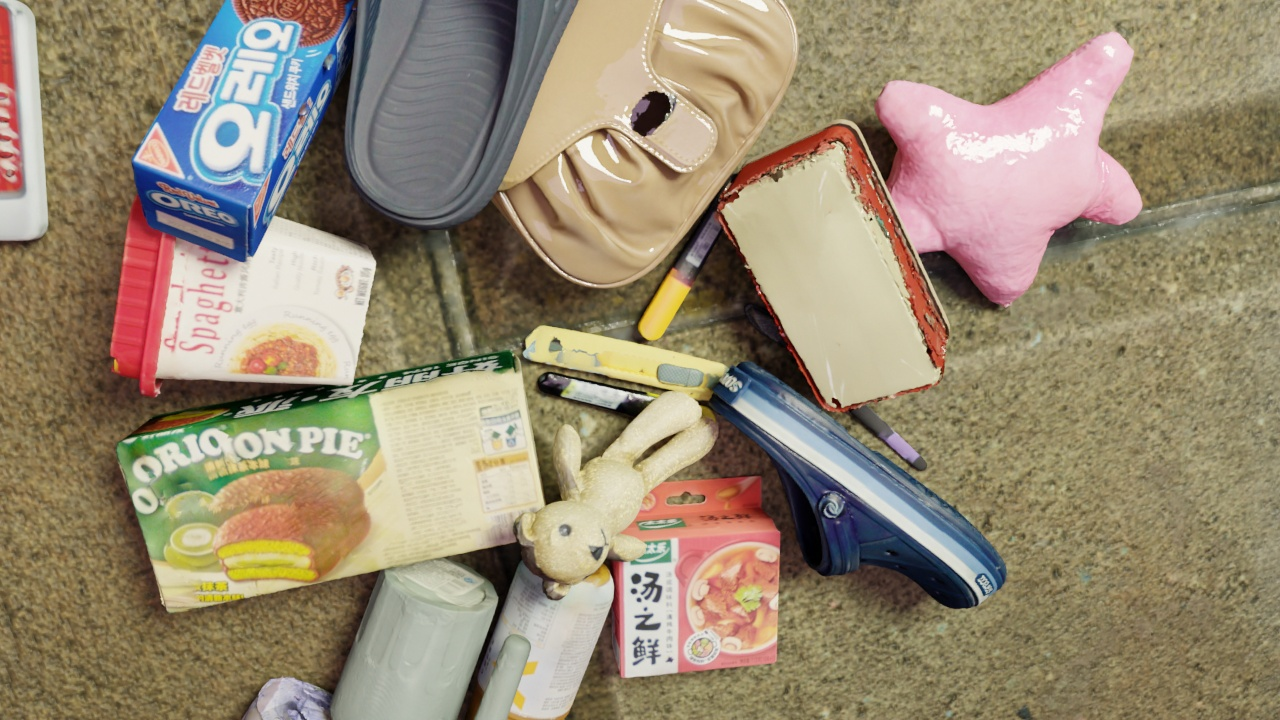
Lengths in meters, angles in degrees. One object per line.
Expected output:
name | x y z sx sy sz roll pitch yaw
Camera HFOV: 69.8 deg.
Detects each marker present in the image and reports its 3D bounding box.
marker | 0.034 -0.068 0.607 0.018 0.015 0.124 30 94 -16
marker | -0.009 0.027 0.623 0.124 0.015 0.018 14 107 -9

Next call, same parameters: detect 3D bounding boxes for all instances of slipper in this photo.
slipper | 0.140 0.101 0.615 0.253 0.105 0.095 39 96 -16
slipper | -0.083 -0.196 0.452 0.110 0.083 0.268 18 96 -1

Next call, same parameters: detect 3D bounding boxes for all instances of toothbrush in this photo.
toothbrush | 0.141 0.022 0.644 0.189 0.016 0.014 40 94 -17

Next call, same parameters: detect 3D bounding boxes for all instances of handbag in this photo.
handbag | -0.007 -0.148 0.536 0.147 0.100 0.204 34 96 -18
handbag | -0.243 0.328 0.626 0.134 0.075 0.194 31 95 -10

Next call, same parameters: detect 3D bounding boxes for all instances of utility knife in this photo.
utility knife | -0.004 0.004 0.619 0.151 0.018 0.031 12 95 -7

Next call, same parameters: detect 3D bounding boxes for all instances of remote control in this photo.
remote control | -0.374 -0.137 0.523 0.056 0.020 0.136 3 102 -10

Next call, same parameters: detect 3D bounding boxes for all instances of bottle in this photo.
bottle | -0.077 0.220 0.628 0.068 0.068 0.190 19 99 -13

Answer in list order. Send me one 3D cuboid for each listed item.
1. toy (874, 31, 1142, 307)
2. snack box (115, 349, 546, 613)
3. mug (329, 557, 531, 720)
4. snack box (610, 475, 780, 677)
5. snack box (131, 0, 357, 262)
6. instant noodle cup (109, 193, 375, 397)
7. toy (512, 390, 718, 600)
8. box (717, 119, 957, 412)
toy | 0.225 -0.107 0.597 0.195 0.074 0.179 -14 120 6
snack box | -0.185 0.073 0.580 0.240 0.063 0.114 -11 104 -6
mug | -0.131 0.198 0.594 0.124 0.083 0.103 24 98 28
snack box | 0.037 0.150 0.642 0.113 0.044 0.127 -3 103 -8
snack box | -0.186 -0.155 0.474 0.058 0.057 0.207 21 64 -14
instant noodle cup | -0.224 -0.038 0.528 0.124 0.116 0.116 9 102 -23
toy | -0.011 0.080 0.577 0.156 0.066 0.105 -41 118 -30
box | 0.123 -0.052 0.569 0.091 0.079 0.168 -20 113 30
